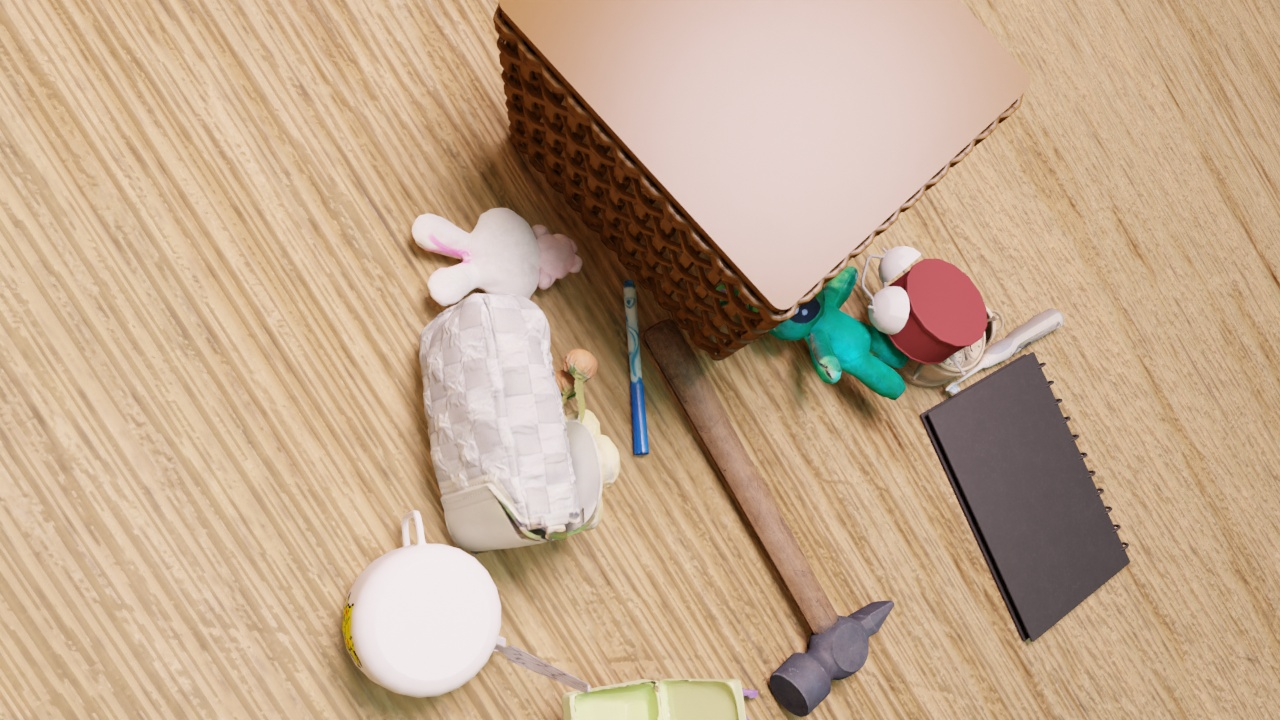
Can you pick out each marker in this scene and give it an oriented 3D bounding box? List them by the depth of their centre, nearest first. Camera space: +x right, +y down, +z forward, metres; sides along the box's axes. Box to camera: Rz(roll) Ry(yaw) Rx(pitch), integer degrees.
[{"bbox_3d":[-0.004,0.004,0.729,0.013,0.013,0.141,1,78,-26],"label":"marker"}]

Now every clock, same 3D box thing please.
[{"bbox_3d":[0.242,-0.047,0.788,0.124,0.044,0.087,29,57,-11],"label":"clock"},{"bbox_3d":[0.293,-0.028,0.860,0.140,0.055,0.093,-12,83,-26],"label":"clock"}]

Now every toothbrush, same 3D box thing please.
[{"bbox_3d":[-0.066,0.183,0.560,0.010,0.182,0.010,10,79,-27],"label":"toothbrush"},{"bbox_3d":[0.358,-0.010,0.906,0.185,0.022,0.024,-26,72,-30],"label":"toothbrush"}]

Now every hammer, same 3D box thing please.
[{"bbox_3d":[0.092,0.110,0.740,0.129,0.040,0.322,-30,91,-33],"label":"hammer"}]

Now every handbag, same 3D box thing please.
[{"bbox_3d":[-0.081,0.039,0.630,0.123,0.113,0.171,-7,81,-37],"label":"handbag"}]

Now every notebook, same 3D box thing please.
[{"bbox_3d":[0.378,0.124,0.886,0.168,0.019,0.231,-24,89,-28],"label":"notebook"}]

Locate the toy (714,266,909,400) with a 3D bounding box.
[{"bbox_3d":[0.148,-0.032,0.784,0.193,0.073,0.130,33,47,-12],"label":"toy"}]

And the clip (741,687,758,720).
[{"bbox_3d":[0.072,0.259,0.707,0.045,0.014,0.050,-41,100,-28],"label":"clip"}]

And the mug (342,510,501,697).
[{"bbox_3d":[-0.143,0.155,0.593,0.094,0.068,0.115,-4,80,-27],"label":"mug"}]

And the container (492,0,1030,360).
[{"bbox_3d":[0.065,-0.172,0.635,0.219,0.214,0.251,-42,89,-8],"label":"container"}]

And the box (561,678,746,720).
[{"bbox_3d":[0.017,0.303,0.591,0.133,0.061,0.188,-10,79,11],"label":"box"}]

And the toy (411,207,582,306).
[{"bbox_3d":[-0.104,-0.076,0.684,0.125,0.037,0.076,-8,78,-30],"label":"toy"}]
